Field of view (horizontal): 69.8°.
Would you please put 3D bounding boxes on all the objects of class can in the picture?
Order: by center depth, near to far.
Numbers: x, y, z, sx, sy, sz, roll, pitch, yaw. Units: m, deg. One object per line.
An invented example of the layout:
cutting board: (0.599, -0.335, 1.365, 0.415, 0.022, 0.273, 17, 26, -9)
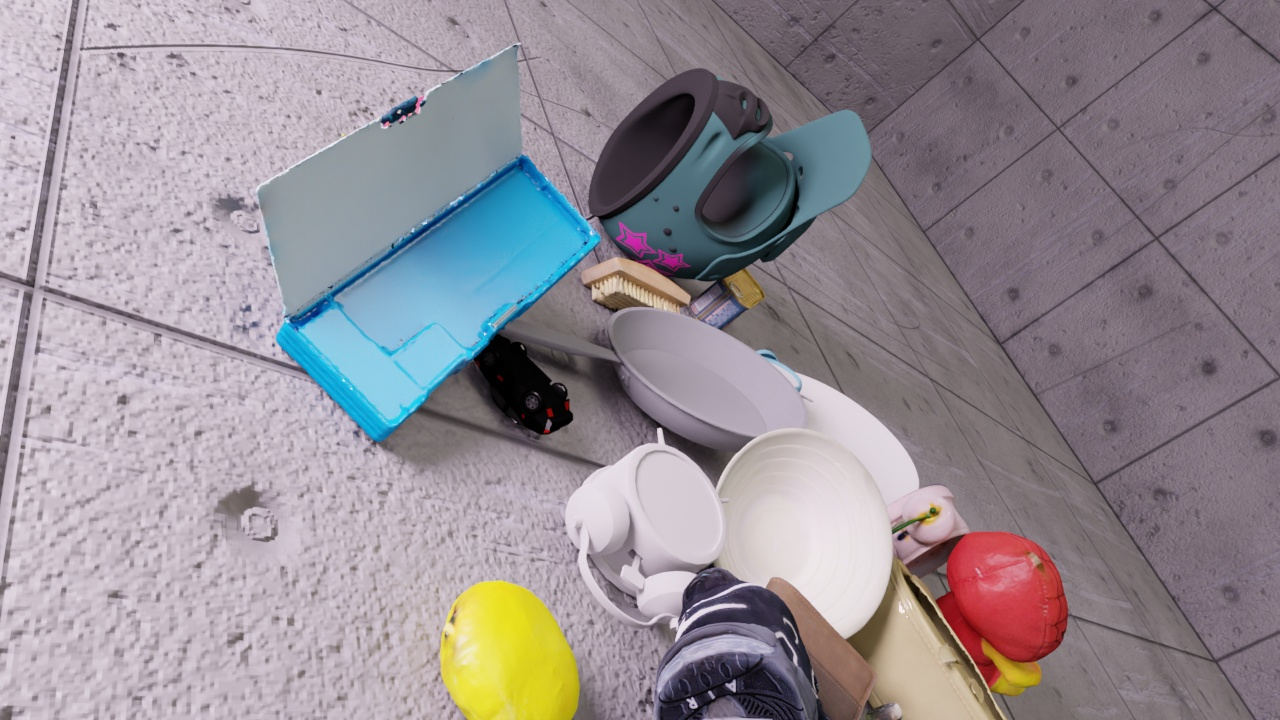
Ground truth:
can: (0.101, -0.071, 1.079, 0.054, 0.059, 0.099, 51, 24, 3)

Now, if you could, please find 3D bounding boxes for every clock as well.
clock: (0.002, 0.123, 0.647, 0.120, 0.061, 0.158, 47, 34, -5)
clock: (0.276, 0.180, 0.941, 0.158, 0.117, 0.058, 30, 25, -56)
clock: (0.127, 0.017, 1.009, 0.087, 0.042, 0.123, -2, 35, -45)

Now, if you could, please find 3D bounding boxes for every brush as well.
brush: (-0.004, -0.065, 0.912, 0.117, 0.049, 0.039, 25, 57, -45)

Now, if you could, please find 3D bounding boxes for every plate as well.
plate: (0.203, 0.091, 1.025, 0.229, 0.030, 0.229, 22, 28, -12)

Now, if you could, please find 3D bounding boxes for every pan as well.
pan: (-0.005, 0.005, 0.791, 0.356, 0.051, 0.200, 9, 30, -34)

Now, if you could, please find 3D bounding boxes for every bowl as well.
bowl: (0.122, 0.148, 0.766, 0.176, 0.058, 0.176, 7, 72, -24)

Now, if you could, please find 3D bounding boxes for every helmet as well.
helmet: (0.088, -0.186, 0.964, 0.200, 0.276, 0.176, 24, 61, -28)

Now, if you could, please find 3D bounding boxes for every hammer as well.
hammer: (0.193, 0.303, 0.583, 0.326, 0.036, 0.140, 58, 10, -71)

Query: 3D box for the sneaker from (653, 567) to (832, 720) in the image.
sneaker: (0.090, 0.232, 0.588, 0.252, 0.097, 0.150, 56, 15, -22)

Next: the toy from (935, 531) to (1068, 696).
toy: (0.352, 0.250, 0.915, 0.217, 0.098, 0.147, 84, -14, -51)

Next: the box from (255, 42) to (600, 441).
box: (-0.136, -0.084, 0.600, 0.242, 0.070, 0.171, -49, 126, -43)

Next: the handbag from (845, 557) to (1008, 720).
handbag: (0.274, 0.292, 0.834, 0.190, 0.089, 0.232, 13, 43, -58)

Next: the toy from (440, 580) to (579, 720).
toy: (-0.068, 0.162, 0.494, 0.094, 0.041, 0.095, 42, 25, -28)

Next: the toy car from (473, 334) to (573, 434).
toy car: (-0.090, 0.018, 0.665, 0.091, 0.036, 0.042, 44, 22, 11)

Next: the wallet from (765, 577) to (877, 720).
wallet: (0.118, 0.236, 0.683, 0.121, 0.027, 0.098, 47, 53, -12)

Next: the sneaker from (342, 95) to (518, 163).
sneaker: (-0.152, -0.155, 0.769, 0.116, 0.091, 0.241, 61, 7, 10)
